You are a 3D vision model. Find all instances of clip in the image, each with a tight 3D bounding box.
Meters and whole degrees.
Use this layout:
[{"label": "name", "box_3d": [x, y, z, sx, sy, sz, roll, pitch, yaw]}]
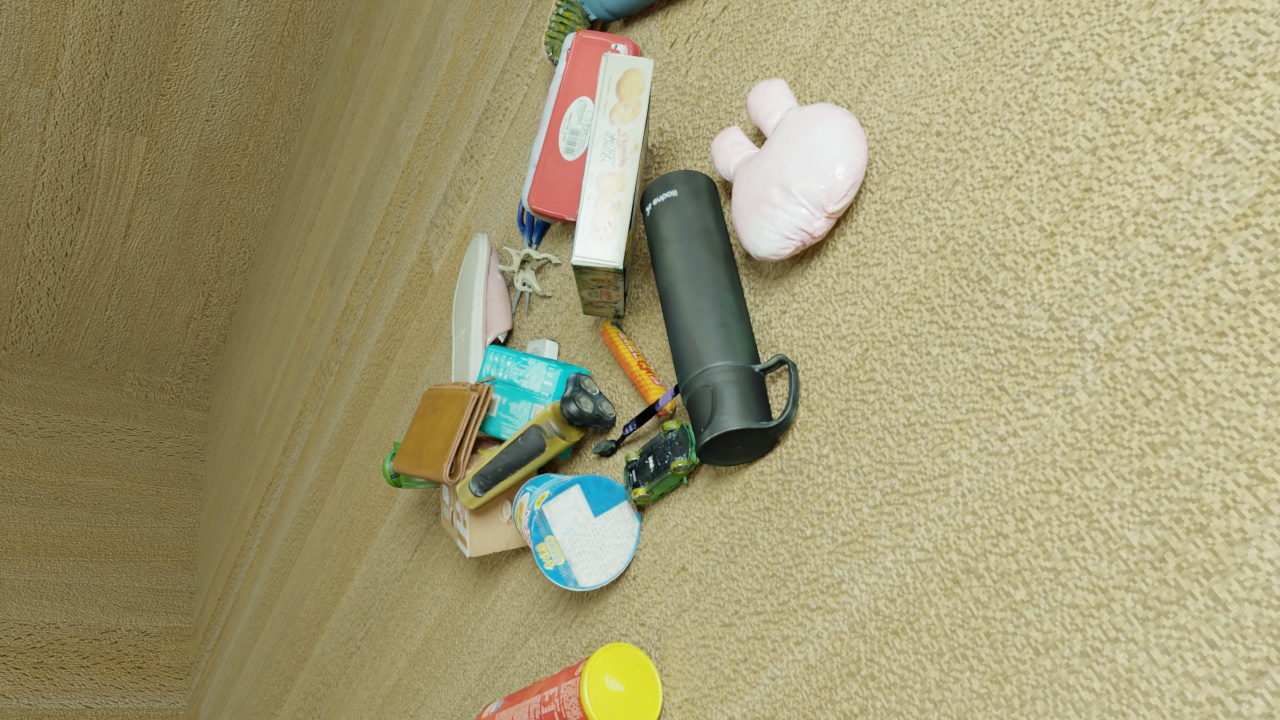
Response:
[{"label": "clip", "box_3d": [-0.126, -0.118, 1.049, 0.087, 0.034, 0.104, -61, 40, 25]}]

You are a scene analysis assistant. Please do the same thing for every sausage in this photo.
[{"label": "sausage", "box_3d": [-0.005, 0.005, 0.830, 0.021, 0.021, 0.165, -64, 34, 20]}]

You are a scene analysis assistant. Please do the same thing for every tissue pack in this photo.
[{"label": "tissue pack", "box_3d": [-0.114, 0.040, 0.937, 0.134, 0.050, 0.093, 15, 89, 37]}]

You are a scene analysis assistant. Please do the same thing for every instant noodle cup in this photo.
[{"label": "instant noodle cup", "box_3d": [-0.065, 0.143, 0.818, 0.110, 0.099, 0.099, 3, 81, 66]}]

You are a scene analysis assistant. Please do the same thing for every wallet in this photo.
[{"label": "wallet", "box_3d": [-0.201, 0.064, 0.933, 0.131, 0.035, 0.119, -1, 62, 54]}]

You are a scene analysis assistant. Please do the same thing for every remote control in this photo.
[{"label": "remote control", "box_3d": [-0.115, 0.039, 0.993, 0.049, 0.024, 0.124, -8, 72, 57]}]

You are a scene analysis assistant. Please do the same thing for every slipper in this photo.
[{"label": "slipper", "box_3d": [-0.192, -0.041, 1.112, 0.114, 0.054, 0.273, -51, 35, 46]}]

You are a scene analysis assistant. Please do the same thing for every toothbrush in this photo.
[{"label": "toothbrush", "box_3d": [-0.005, 0.053, 0.786, 0.189, 0.016, 0.014, 135, 139, -59]}]

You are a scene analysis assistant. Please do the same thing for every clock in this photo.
[{"label": "clock", "box_3d": [-0.234, 0.119, 1.070, 0.162, 0.116, 0.056, -10, 80, 54]}]

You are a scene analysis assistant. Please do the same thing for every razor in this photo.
[{"label": "razor", "box_3d": [-0.102, 0.080, 0.858, 0.167, 0.067, 0.062, -38, 83, 4]}]

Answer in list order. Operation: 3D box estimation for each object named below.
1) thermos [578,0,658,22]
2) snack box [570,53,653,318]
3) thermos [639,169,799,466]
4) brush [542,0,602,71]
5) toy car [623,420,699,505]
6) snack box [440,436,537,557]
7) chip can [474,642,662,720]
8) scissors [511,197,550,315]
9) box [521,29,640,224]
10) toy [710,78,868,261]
[{"label": "thermos", "box_3d": [0.011, -0.392, 0.915, 0.221, 0.070, 0.070, 9, 86, 59]}, {"label": "snack box", "box_3d": [-0.023, -0.144, 0.811, 0.182, 0.046, 0.177, 97, -179, -81]}, {"label": "thermos", "box_3d": [0.061, -0.042, 0.712, 0.090, 0.068, 0.242, -25, 56, 20]}, {"label": "brush", "box_3d": [-0.070, -0.404, 1.059, 0.073, 0.063, 0.146, -78, 9, -72]}, {"label": "toy car", "box_3d": [0.018, 0.085, 0.748, 0.091, 0.036, 0.043, -46, 42, 42]}, {"label": "snack box", "box_3d": [-0.158, 0.138, 0.954, 0.094, 0.077, 0.093, 26, 118, 59]}, {"label": "chip can", "box_3d": [-0.069, 0.301, 0.774, 0.217, 0.073, 0.073, -41, 46, 44]}, {"label": "scissors", "box_3d": [-0.128, -0.141, 1.093, 0.163, 0.012, 0.162, -49, 42, 38]}, {"label": "box", "box_3d": [-0.056, -0.243, 0.990, 0.095, 0.100, 0.201, 17, 93, 18]}, {"label": "toy", "box_3d": [0.105, -0.145, 0.678, 0.121, 0.054, 0.159, -49, 41, 26]}]
